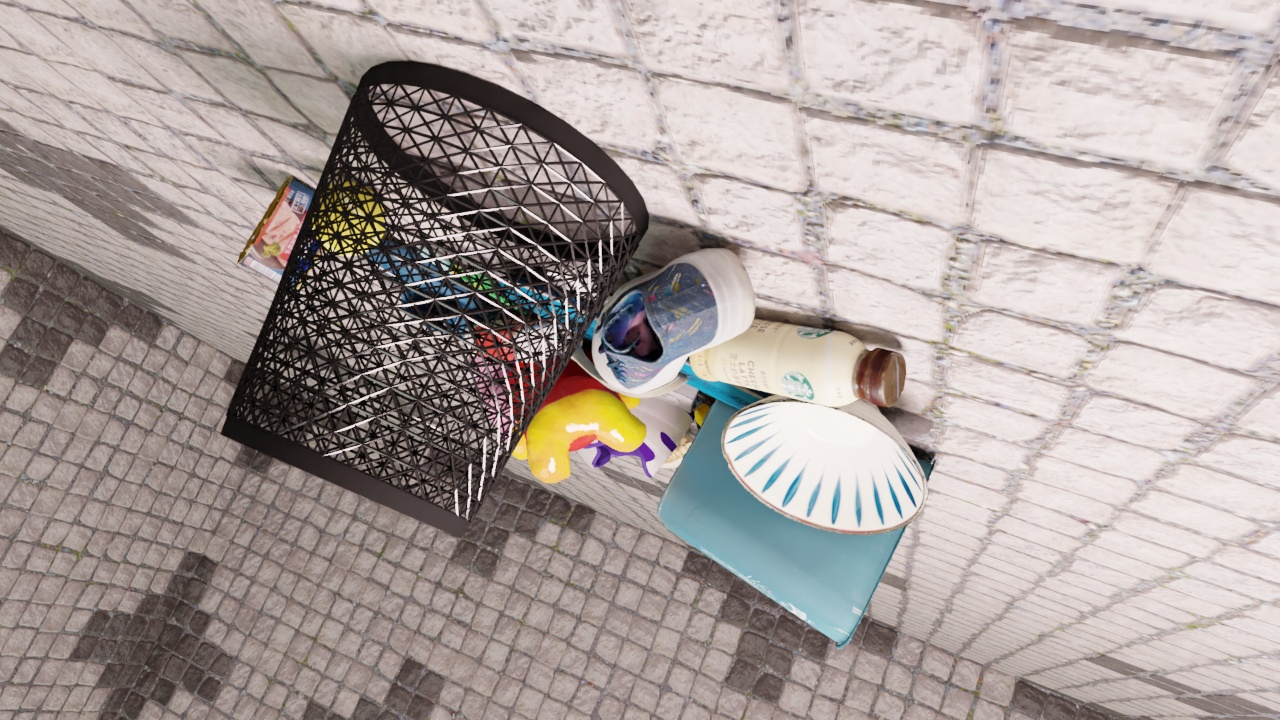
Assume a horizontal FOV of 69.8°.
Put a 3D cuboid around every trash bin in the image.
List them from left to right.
[{"bbox_3d":[-0.141,-0.028,0.611,0.217,0.243,0.217,22,166,6],"label":"trash bin"},{"bbox_3d":[0.152,0.151,0.941,0.219,0.199,0.197,27,166,15],"label":"trash bin"}]

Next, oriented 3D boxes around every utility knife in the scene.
[{"bbox_3d":[0.078,0.079,1.101,0.029,0.020,0.203,52,175,11],"label":"utility knife"}]

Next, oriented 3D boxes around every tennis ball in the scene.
[{"bbox_3d":[-0.257,-0.124,0.806,0.065,0.065,0.065,22,166,6],"label":"tennis ball"}]

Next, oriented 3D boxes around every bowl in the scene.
[{"bbox_3d":[0.165,0.070,0.795,0.177,0.070,0.178,18,142,15],"label":"bowl"}]

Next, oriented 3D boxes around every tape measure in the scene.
[{"bbox_3d":[0.030,0.031,0.951,0.062,0.020,0.060,24,166,8],"label":"tape measure"}]

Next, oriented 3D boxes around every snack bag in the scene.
[{"bbox_3d":[-0.124,-0.023,0.960,0.076,0.036,0.116,-15,-167,-38],"label":"snack bag"}]

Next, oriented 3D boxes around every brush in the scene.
[{"bbox_3d":[0.128,0.144,1.218,0.272,0.062,0.077,19,170,0],"label":"brush"}]

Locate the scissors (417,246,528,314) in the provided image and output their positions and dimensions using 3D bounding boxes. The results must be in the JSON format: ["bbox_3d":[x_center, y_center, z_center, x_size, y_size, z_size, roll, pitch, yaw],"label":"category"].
[{"bbox_3d":[-0.167,-0.080,0.912,0.131,0.011,0.125,31,173,-3],"label":"scissors"}]

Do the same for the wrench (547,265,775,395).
[{"bbox_3d":[0.037,-0.019,0.840,0.273,0.009,0.047,27,165,-15],"label":"wrench"}]

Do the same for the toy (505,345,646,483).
[{"bbox_3d":[-0.077,0.042,0.972,0.216,0.147,0.099,-125,20,-67],"label":"toy"}]

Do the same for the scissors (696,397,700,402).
[{"bbox_3d":[0.025,0.018,0.983,0.128,0.014,0.133,10,162,42],"label":"scissors"}]

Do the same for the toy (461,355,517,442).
[{"bbox_3d":[-0.157,0.042,1.193,0.123,0.157,0.067,-10,139,-26],"label":"toy"}]

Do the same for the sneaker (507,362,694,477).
[{"bbox_3d":[-0.064,0.068,1.105,0.244,0.111,0.092,19,166,16],"label":"sneaker"}]

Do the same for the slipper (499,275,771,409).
[{"bbox_3d":[-0.005,0.005,0.865,0.295,0.060,0.118,25,178,3],"label":"slipper"}]

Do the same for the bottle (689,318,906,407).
[{"bbox_3d":[0.116,0.000,0.690,0.162,0.056,0.056,12,162,38],"label":"bottle"}]

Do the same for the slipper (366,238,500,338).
[{"bbox_3d":[-0.226,-0.063,0.998,0.104,0.059,0.213,16,162,35],"label":"slipper"}]

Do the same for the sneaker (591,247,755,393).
[{"bbox_3d":[-0.003,-0.023,0.691,0.079,0.087,0.236,-20,176,-24],"label":"sneaker"}]

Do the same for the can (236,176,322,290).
[{"bbox_3d":[-0.336,-0.119,0.880,0.059,0.099,0.054,32,163,-27],"label":"can"}]
